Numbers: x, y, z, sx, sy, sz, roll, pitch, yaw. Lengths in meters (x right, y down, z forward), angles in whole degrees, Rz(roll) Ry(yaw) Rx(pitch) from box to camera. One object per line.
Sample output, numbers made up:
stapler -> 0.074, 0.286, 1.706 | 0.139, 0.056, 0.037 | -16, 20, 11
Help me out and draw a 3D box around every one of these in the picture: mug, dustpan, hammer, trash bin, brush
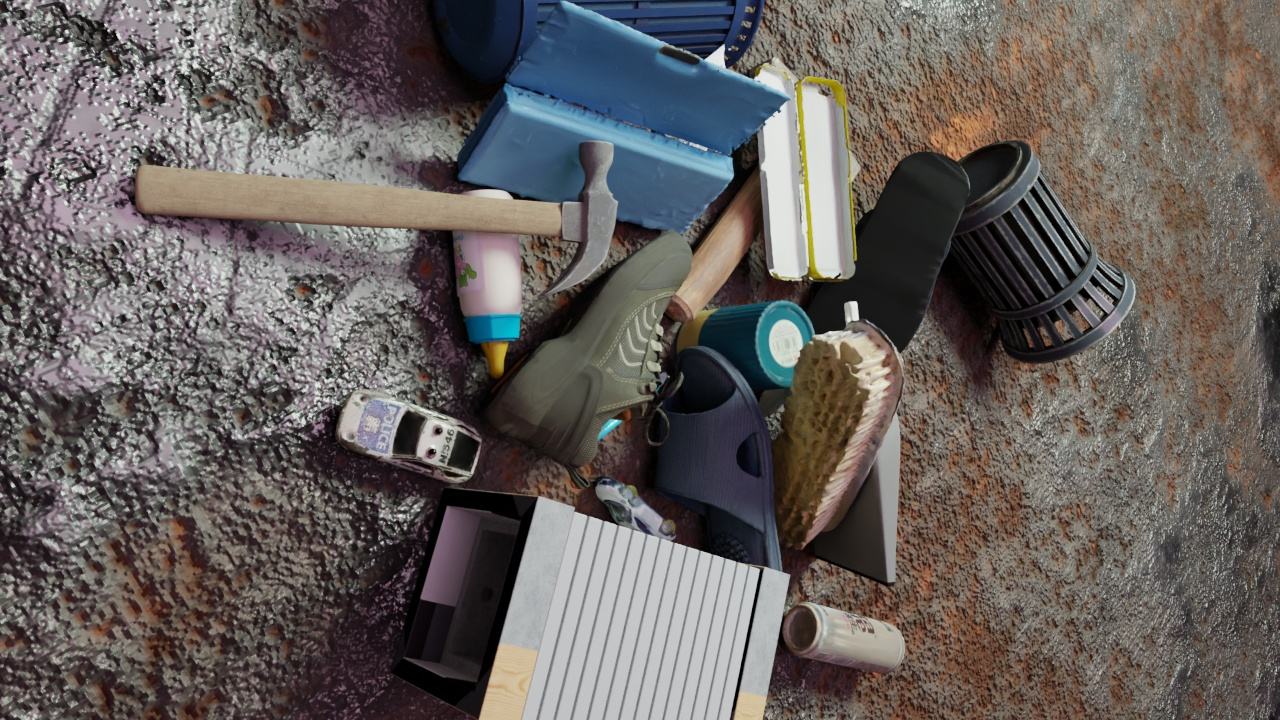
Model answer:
mug -> 0.109, -0.015, 0.855 | 0.113, 0.107, 0.083 | -15, 94, -37
dustpan -> 0.203, 0.072, 0.886 | 0.033, 0.163, 0.257 | -4, 88, -12
hammer -> 0.104, -0.154, 0.905 | 0.158, 0.037, 0.300 | 49, 60, -24
trash bin -> -0.032, 0.202, 0.708 | 0.246, 0.143, 0.142 | 24, 72, -33
trash bin -> 0.452, -0.134, 1.094 | 0.227, 0.165, 0.163 | 46, 61, -21
hammer -> -0.172, -0.110, 0.652 | 0.330, 0.031, 0.119 | 1, 92, -24
brush -> 0.163, 0.073, 0.814 | 0.056, 0.272, 0.083 | -20, 55, -23
trash bin -> -0.035, -0.300, 0.751 | 0.248, 0.139, 0.139 | -17, 97, -35

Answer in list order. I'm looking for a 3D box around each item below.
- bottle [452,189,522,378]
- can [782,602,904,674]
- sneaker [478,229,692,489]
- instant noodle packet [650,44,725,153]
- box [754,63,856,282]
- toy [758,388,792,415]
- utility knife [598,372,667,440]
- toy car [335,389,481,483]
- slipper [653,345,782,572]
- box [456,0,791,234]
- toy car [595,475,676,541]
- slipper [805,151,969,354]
bottle -> -0.119, -0.059, 0.721 | 0.051, 0.051, 0.146 | -4, 89, -37
can -> 0.208, 0.285, 0.939 | 0.135, 0.054, 0.054 | 22, 73, -33
sneaker -> -0.005, 0.004, 0.757 | 0.143, 0.101, 0.237 | 45, 66, -9
instant noodle packet -> 0.045, -0.205, 0.815 | 0.087, 0.134, 0.026 | -42, 67, -16
box -> 0.163, -0.182, 0.910 | 0.129, 0.034, 0.209 | -3, 89, -40
toy -> 0.161, 0.012, 0.882 | 0.037, 0.126, 0.075 | 32, 65, -19
utility knife -> -0.016, 0.040, 0.814 | 0.022, 0.016, 0.116 | 47, 55, 7
toy car -> -0.169, 0.057, 0.681 | 0.112, 0.041, 0.048 | 24, 72, -33
slipper -> 0.063, 0.121, 0.815 | 0.082, 0.101, 0.263 | -18, 101, -37
box -> -0.011, -0.184, 0.742 | 0.231, 0.175, 0.033 | 8, 52, -35
toy car -> -0.007, 0.133, 0.798 | 0.090, 0.039, 0.027 | 44, 66, -25
slipper -> 0.262, -0.091, 0.984 | 0.109, 0.083, 0.265 | 27, 85, 12
